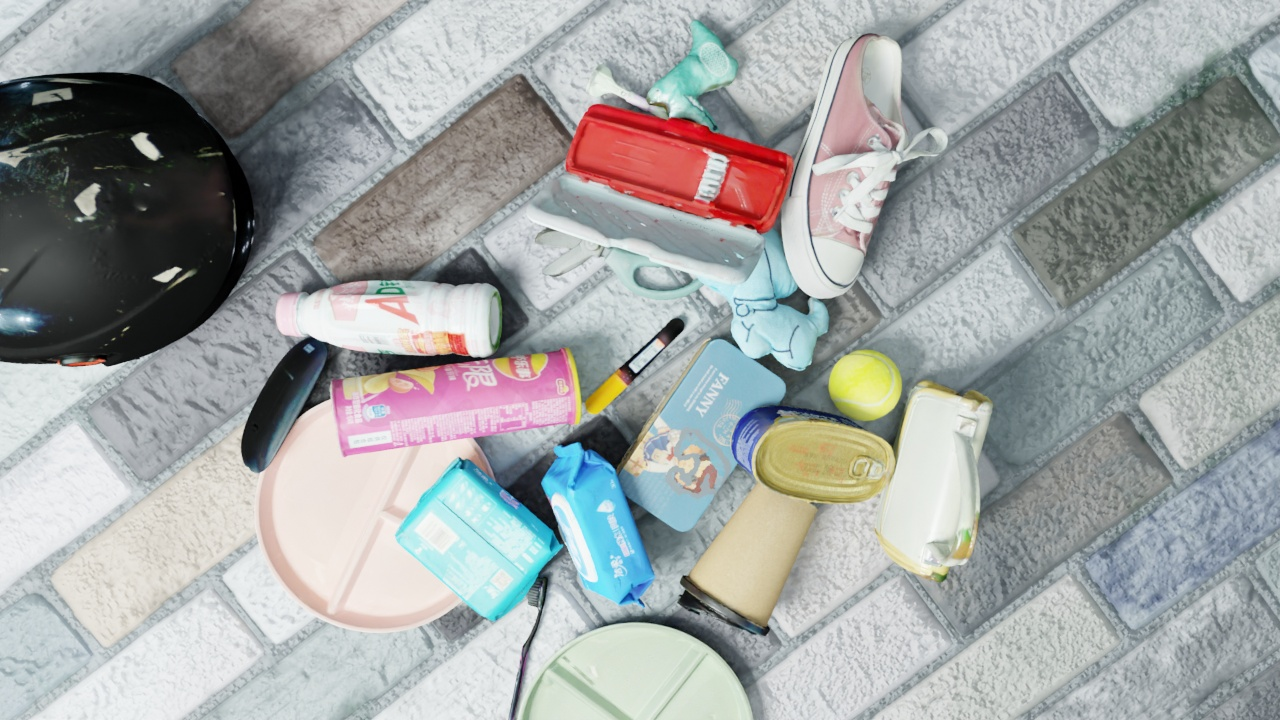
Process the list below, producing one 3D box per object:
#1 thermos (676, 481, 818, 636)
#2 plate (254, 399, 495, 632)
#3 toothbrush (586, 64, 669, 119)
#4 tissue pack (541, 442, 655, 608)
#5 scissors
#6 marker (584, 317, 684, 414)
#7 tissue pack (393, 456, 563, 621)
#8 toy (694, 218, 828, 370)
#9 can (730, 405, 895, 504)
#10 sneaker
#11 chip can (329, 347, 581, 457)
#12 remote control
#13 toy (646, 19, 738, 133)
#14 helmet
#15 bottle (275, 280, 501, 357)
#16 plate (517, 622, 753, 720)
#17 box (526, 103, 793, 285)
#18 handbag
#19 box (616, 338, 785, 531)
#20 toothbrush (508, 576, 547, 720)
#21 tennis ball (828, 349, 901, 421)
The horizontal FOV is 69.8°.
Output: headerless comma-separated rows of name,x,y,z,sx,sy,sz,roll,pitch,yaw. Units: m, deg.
thermos,0.102,0.183,0.848,0.093,0.093,0.143,30,85,-3
plate,-0.246,0.142,0.867,0.229,0.028,0.229,0,95,0
toothbrush,0.039,-0.218,0.849,0.189,0.020,0.029,26,100,-4
tissue pack,-0.043,0.148,0.834,0.052,0.095,0.157,-22,94,-21
scissors,-0.014,-0.133,0.854,0.177,0.019,0.172,6,95,0
marker,-0.005,0.005,0.867,0.124,0.015,0.018,-44,95,0
tissue pack,-0.145,0.162,0.829,0.133,0.050,0.093,43,91,-4
toy,0.103,-0.075,0.833,0.161,0.050,0.156,13,67,-21
can,0.153,0.083,0.816,0.148,0.049,0.075,10,103,-24
sneaker,0.194,-0.172,0.808,0.118,0.088,0.241,12,91,-31
chip can,-0.162,0.036,0.816,0.210,0.071,0.071,-7,94,-13
remote control,-0.333,0.038,0.845,0.053,0.024,0.136,25,86,36
toy,0.051,-0.250,0.834,0.092,0.030,0.096,-41,89,-8
helmet,-0.455,-0.116,0.746,0.273,0.231,0.233,-25,95,-38
bottle,-0.229,-0.040,0.837,0.197,0.068,0.068,2,94,4
plate,-0.005,0.362,0.886,0.230,0.027,0.230,0,95,0
box,0.019,-0.143,0.799,0.201,0.064,0.159,19,63,13
handbag,0.257,0.105,0.796,0.063,0.178,0.163,13,95,3
box,0.057,0.062,0.848,0.090,0.063,0.184,32,95,-4
toothbrush,-0.117,0.298,0.888,0.018,0.014,0.189,14,94,8
tennis ball,0.207,0.023,0.844,0.065,0.065,0.065,0,94,-1
